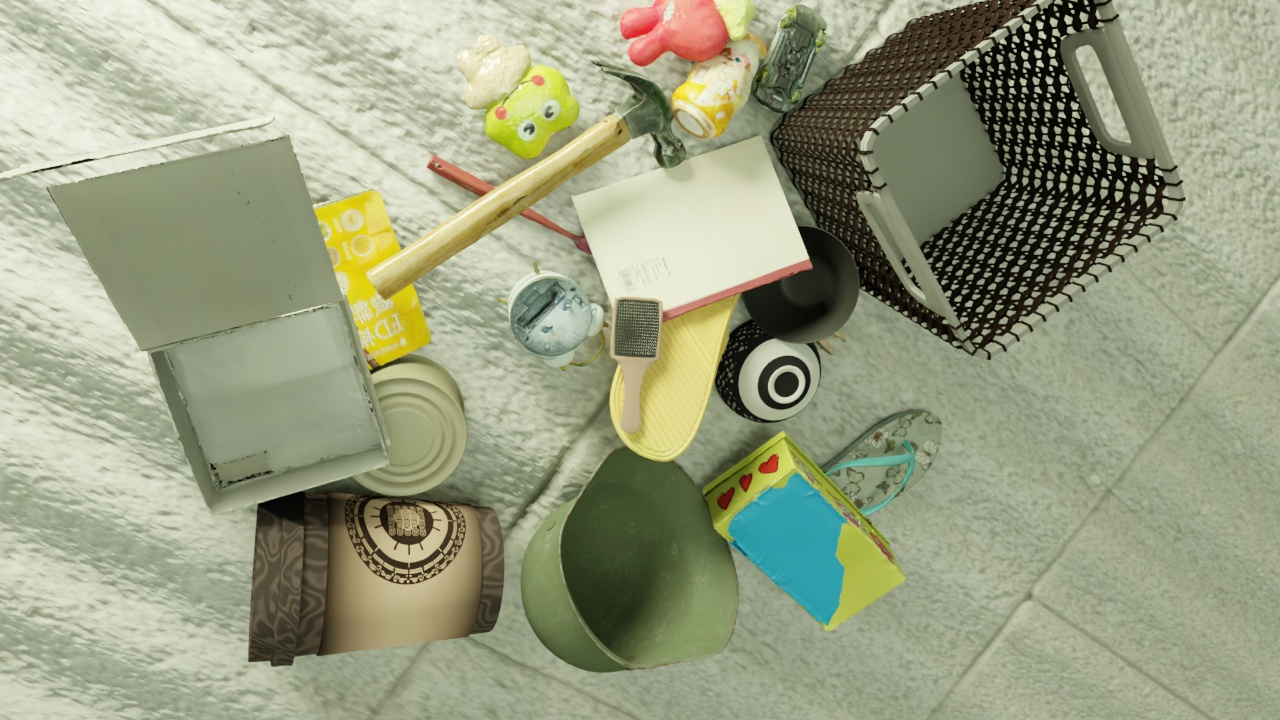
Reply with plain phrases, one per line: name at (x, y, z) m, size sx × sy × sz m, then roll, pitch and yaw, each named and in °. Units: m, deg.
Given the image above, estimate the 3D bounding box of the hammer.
hammer at (-0.113, -0.162, 0.869) m, size 0.330 × 0.033 × 0.132 m, roll -34°, pitch 135°, yaw -6°

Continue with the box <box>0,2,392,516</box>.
box at (-0.329, -0.064, 0.734) m, size 0.166 × 0.108 × 0.419 m, roll -16°, pitch 124°, yaw -13°

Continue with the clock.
clock at (-0.084, -0.040, 0.933) m, size 0.083 × 0.057 × 0.117 m, roll -44°, pitch 112°, yaw 1°

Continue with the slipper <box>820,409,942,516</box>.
slipper at (0.254, 0.155, 1.088) m, size 0.268 × 0.054 × 0.098 m, roll -30°, pitch 114°, yaw -3°

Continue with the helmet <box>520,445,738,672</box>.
helmet at (-0.033, 0.226, 0.950) m, size 0.154 × 0.267 × 0.227 m, roll -32°, pitch 86°, yaw 25°

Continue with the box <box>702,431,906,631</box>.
box at (0.186, 0.195, 1.040) m, size 0.124 × 0.079 × 0.221 m, roll -41°, pitch 112°, yaw 15°

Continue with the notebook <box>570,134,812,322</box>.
notebook at (0.053, -0.129, 0.931) m, size 0.208 × 0.012 × 0.153 m, roll -19°, pitch 85°, yaw -7°

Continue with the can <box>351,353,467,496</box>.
can at (-0.238, 0.064, 0.915) m, size 0.127 × 0.073 × 0.128 m, roll -4°, pitch 108°, yaw -14°

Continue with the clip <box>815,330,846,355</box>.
clip at (0.199, -0.027, 1.033) m, size 0.061 × 0.025 × 0.045 m, roll 34°, pitch 94°, yaw -14°

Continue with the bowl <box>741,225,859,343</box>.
bowl at (0.175, -0.083, 0.981) m, size 0.124 × 0.052 × 0.124 m, roll 4°, pitch 101°, yaw 21°

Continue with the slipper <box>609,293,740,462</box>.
slipper at (0.041, -0.024, 0.960) m, size 0.099 × 0.078 × 0.263 m, roll 22°, pitch 83°, yaw -2°

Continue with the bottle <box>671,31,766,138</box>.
bottle at (0.080, -0.272, 0.903) m, size 0.063 × 0.063 × 0.109 m, roll 42°, pitch 80°, yaw -22°

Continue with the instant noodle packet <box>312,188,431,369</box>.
instant noodle packet at (-0.325, -0.052, 0.861) m, size 0.221 × 0.084 × 0.163 m, roll -21°, pitch 111°, yaw -14°

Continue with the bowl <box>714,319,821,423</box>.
bowl at (0.148, 0.017, 1.008) m, size 0.120 × 0.066 × 0.120 m, roll -4°, pitch 108°, yaw -14°

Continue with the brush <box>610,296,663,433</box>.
brush at (-0.005, 0.005, 0.903) m, size 0.050 × 0.015 × 0.135 m, roll 3°, pitch 94°, yaw -9°

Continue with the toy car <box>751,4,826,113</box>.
toy car at (0.149, -0.303, 0.927) m, size 0.048 × 0.033 × 0.105 m, roll 22°, pitch 95°, yaw -18°

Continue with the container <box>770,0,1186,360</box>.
container at (0.303, -0.189, 0.890) m, size 0.245 × 0.243 × 0.247 m, roll -37°, pitch 112°, yaw -2°

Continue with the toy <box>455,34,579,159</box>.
toy at (-0.119, -0.253, 0.865) m, size 0.092 × 0.043 × 0.118 m, roll -42°, pitch 111°, yaw 2°

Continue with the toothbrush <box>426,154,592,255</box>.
toothbrush at (-0.122, -0.151, 0.910) m, size 0.189 × 0.016 × 0.016 m, roll 26°, pitch 99°, yaw -21°

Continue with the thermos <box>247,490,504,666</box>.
thermos at (-0.262, 0.209, 0.910) m, size 0.226 × 0.173 × 0.173 m, roll 4°, pitch 105°, yaw -23°

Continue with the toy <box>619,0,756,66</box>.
toy at (0.045, -0.326, 0.876) m, size 0.135 × 0.045 × 0.091 m, roll -26°, pitch 78°, yaw -5°
